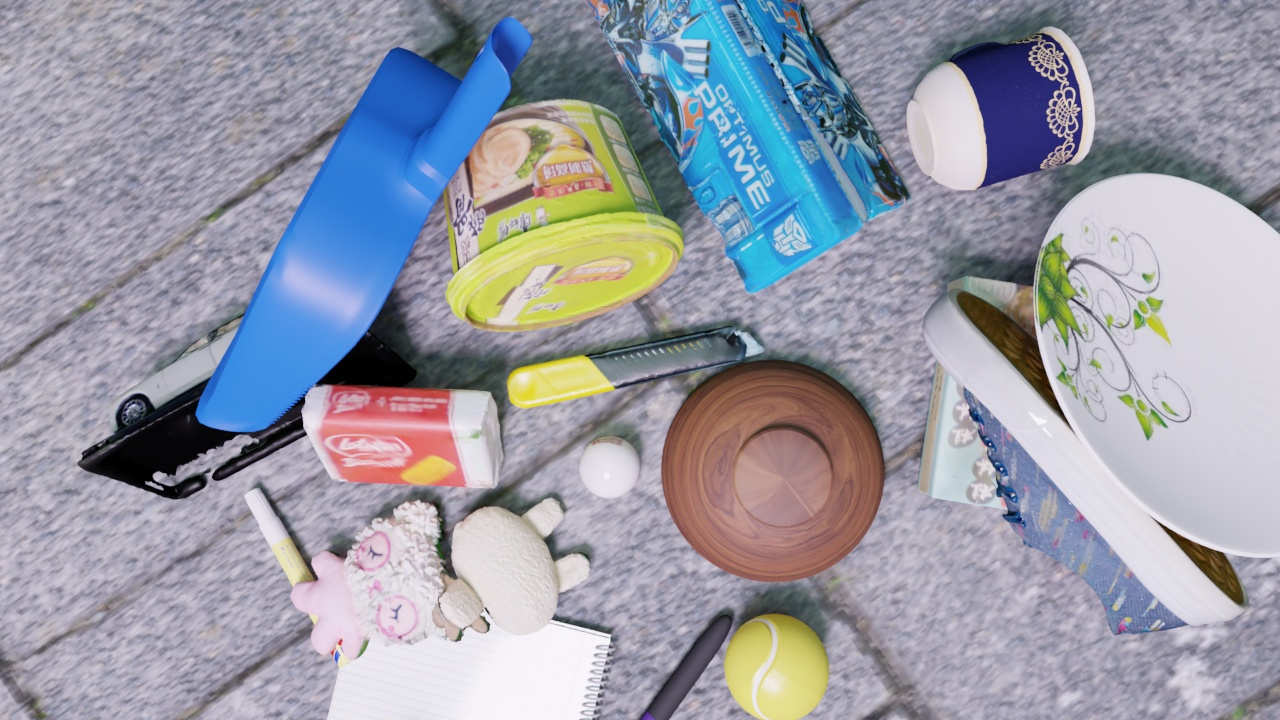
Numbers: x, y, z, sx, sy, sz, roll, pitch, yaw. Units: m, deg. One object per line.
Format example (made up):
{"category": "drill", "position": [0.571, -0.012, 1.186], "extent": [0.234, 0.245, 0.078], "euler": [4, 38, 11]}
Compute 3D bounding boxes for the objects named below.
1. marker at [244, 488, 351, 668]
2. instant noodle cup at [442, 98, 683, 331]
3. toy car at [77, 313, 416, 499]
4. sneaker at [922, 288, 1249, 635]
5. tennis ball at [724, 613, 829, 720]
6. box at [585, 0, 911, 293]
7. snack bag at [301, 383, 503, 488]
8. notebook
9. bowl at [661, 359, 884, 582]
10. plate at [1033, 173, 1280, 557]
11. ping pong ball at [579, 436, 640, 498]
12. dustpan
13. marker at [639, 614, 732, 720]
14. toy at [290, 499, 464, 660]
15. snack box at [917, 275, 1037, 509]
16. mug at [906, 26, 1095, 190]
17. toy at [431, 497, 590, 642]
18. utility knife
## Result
{"category": "marker", "position": [-0.228, 0.144, 0.614], "extent": [0.014, 0.014, 0.132], "euler": [-33, 83, 0]}
{"category": "instant noodle cup", "position": [-0.055, -0.087, 0.560], "extent": [0.146, 0.146, 0.097], "euler": [-17, 77, 1]}
{"category": "toy car", "position": [-0.256, 0.013, 0.599], "extent": [0.192, 0.094, 0.071], "euler": [-29, 62, 2]}
{"category": "sneaker", "position": [0.235, 0.066, 0.531], "extent": [0.235, 0.087, 0.079], "euler": [50, 124, 5]}
{"category": "tennis ball", "position": [0.086, 0.193, 0.578], "extent": [0.065, 0.065, 0.065], "euler": [0, 88, 2]}
{"category": "box", "position": [0.074, -0.182, 0.607], "extent": [0.115, 0.094, 0.243], "euler": [-26, 86, -40]}
{"category": "snack bag", "position": [-0.149, 0.049, 0.588], "extent": [0.116, 0.077, 0.036], "euler": [2, 52, 2]}
{"category": "notebook", "position": [-0.129, 0.283, 0.610], "extent": [0.178, 0.013, 0.245], "euler": [13, 88, 4]}
{"category": "bowl", "position": [0.086, 0.072, 0.581], "extent": [0.147, 0.069, 0.147], "euler": [0, 88, 2]}
{"category": "plate", "position": [0.317, 0.000, 0.530], "extent": [0.229, 0.030, 0.229], "euler": [6, 69, -15]}
{"category": "ping pong ball", "position": [-0.020, 0.070, 0.599], "extent": [0.040, 0.040, 0.040], "euler": [0, 88, 2]}
{"category": "dustpan", "position": [-0.135, -0.099, 0.479], "extent": [0.059, 0.258, 0.245], "euler": [28, 58, -19]}
{"category": "marker", "position": [0.020, 0.224, 0.605], "extent": [0.018, 0.015, 0.134], "euler": [36, 90, -25]}
{"category": "toy", "position": [-0.171, 0.148, 0.594], "extent": [0.109, 0.041, 0.095], "euler": [-22, 73, -5]}
{"category": "snack box", "position": [0.287, 0.031, 0.587], "extent": [0.193, 0.044, 0.141], "euler": [9, 89, 2]}
{"category": "mug", "position": [0.217, -0.163, 0.585], "extent": [0.089, 0.086, 0.111], "euler": [-16, 52, 4]}
{"category": "toy", "position": [-0.088, 0.137, 0.592], "extent": [0.112, 0.050, 0.087], "euler": [-33, 88, -25]}
{"category": "utility knife", "position": [-0.004, 0.004, 0.612], "extent": [0.172, 0.020, 0.029], "euler": [-11, 89, 3]}
